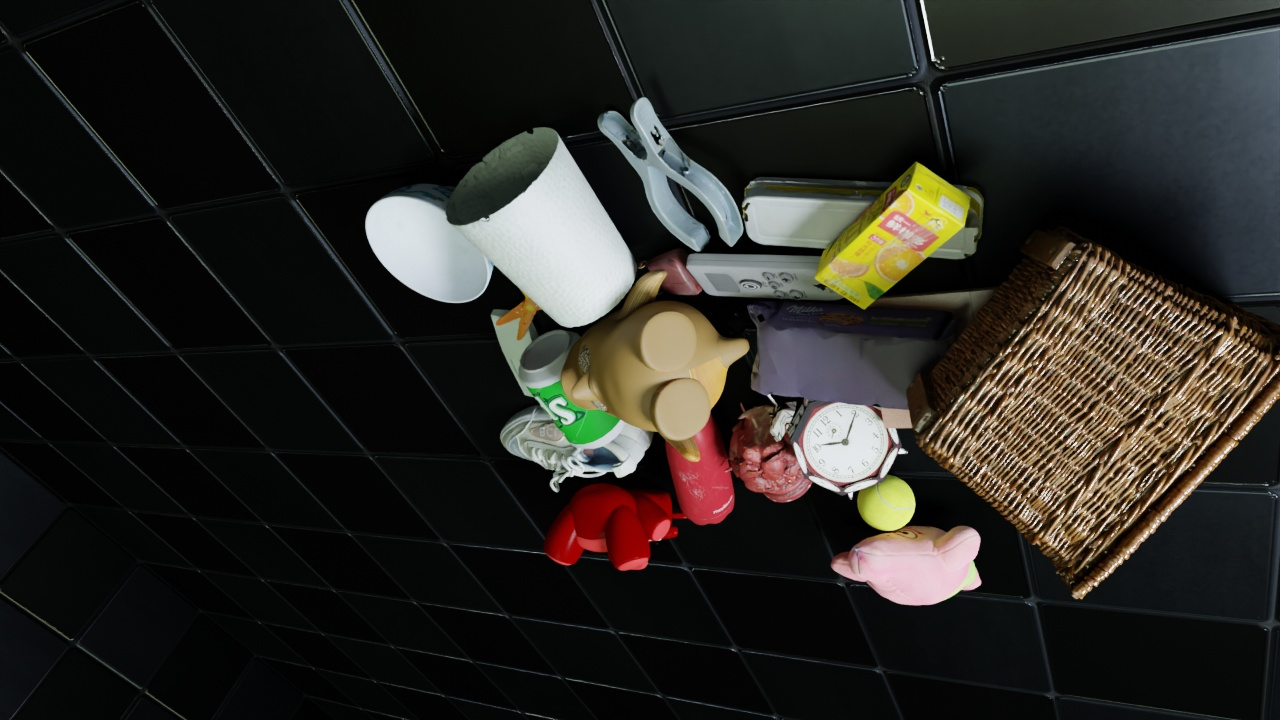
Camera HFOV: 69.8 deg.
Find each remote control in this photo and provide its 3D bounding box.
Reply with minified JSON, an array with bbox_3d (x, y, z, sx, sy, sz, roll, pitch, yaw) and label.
[{"bbox_3d":[0.125,-0.080,0.895,0.151,0.019,0.074,4,163,25],"label":"remote control"},{"bbox_3d":[-0.144,-0.002,1.153,0.050,0.024,0.143,5,137,25],"label":"remote control"}]

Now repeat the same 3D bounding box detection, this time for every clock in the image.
[{"bbox_3d":[0.204,0.066,0.987,0.115,0.065,0.154,-43,94,12],"label":"clock"}]

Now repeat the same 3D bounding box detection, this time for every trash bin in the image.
[{"bbox_3d":[-0.089,-0.124,0.906,0.134,0.133,0.161,-9,135,36],"label":"trash bin"}]

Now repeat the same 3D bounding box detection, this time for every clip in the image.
[{"bbox_3d":[0.016,-0.168,0.866,0.167,0.028,0.128,49,154,-21],"label":"clip"}]

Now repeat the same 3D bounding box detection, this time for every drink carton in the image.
[{"bbox_3d":[0.210,-0.103,0.778,0.058,0.042,0.135,31,143,-8],"label":"drink carton"}]

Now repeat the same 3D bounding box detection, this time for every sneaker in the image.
[{"bbox_3d":[-0.100,0.118,1.216,0.243,0.090,0.089,-4,134,33],"label":"sneaker"}]

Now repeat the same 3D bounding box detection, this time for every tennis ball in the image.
[{"bbox_3d":[0.288,0.167,1.076,0.065,0.065,0.065,15,141,13],"label":"tennis ball"}]

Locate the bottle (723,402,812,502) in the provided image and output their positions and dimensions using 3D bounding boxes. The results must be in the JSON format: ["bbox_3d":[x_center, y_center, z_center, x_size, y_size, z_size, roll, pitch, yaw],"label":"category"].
[{"bbox_3d":[0.147,0.107,1.073,0.099,0.098,0.111,-3,144,32],"label":"bottle"}]

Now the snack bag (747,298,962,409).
[{"bbox_3d":[0.202,-0.004,0.894,0.206,0.058,0.096,5,117,27],"label":"snack bag"}]

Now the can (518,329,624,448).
[{"bbox_3d":[-0.080,0.036,1.111,0.088,0.087,0.140,-6,132,34],"label":"can"}]

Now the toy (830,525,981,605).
[{"bbox_3d":[0.313,0.242,1.096,0.193,0.096,0.236,-21,152,36],"label":"toy"}]

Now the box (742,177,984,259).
[{"bbox_3d":[0.193,-0.127,0.817,0.210,0.033,0.064,8,141,23],"label":"box"}]

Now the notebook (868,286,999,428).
[{"bbox_3d":[0.324,0.000,0.867,0.210,0.008,0.141,-3,112,32],"label":"notebook"}]

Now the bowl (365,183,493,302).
[{"bbox_3d":[-0.213,-0.140,0.992,0.144,0.074,0.144,15,141,13],"label":"bowl"}]

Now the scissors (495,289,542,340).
[{"bbox_3d":[-0.120,-0.059,1.074,0.097,0.012,0.133,25,134,-2],"label":"scissors"}]

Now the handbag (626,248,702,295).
[{"bbox_3d":[0.007,-0.087,0.975,0.120,0.029,0.055,-5,135,40],"label":"handbag"}]

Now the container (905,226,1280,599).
[{"bbox_3d":[0.346,0.023,0.742,0.183,0.162,0.250,34,109,4],"label":"container"}]

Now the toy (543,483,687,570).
[{"bbox_3d":[-0.020,0.223,1.240,0.159,0.120,0.197,-5,175,31],"label":"toy"}]

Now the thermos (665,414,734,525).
[{"bbox_3d":[0.067,0.107,1.123,0.073,0.073,0.240,8,138,22],"label":"thermos"}]

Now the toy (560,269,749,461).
[{"bbox_3d":[-0.006,0.006,0.981,0.204,0.162,0.199,5,109,60],"label":"toy"}]
